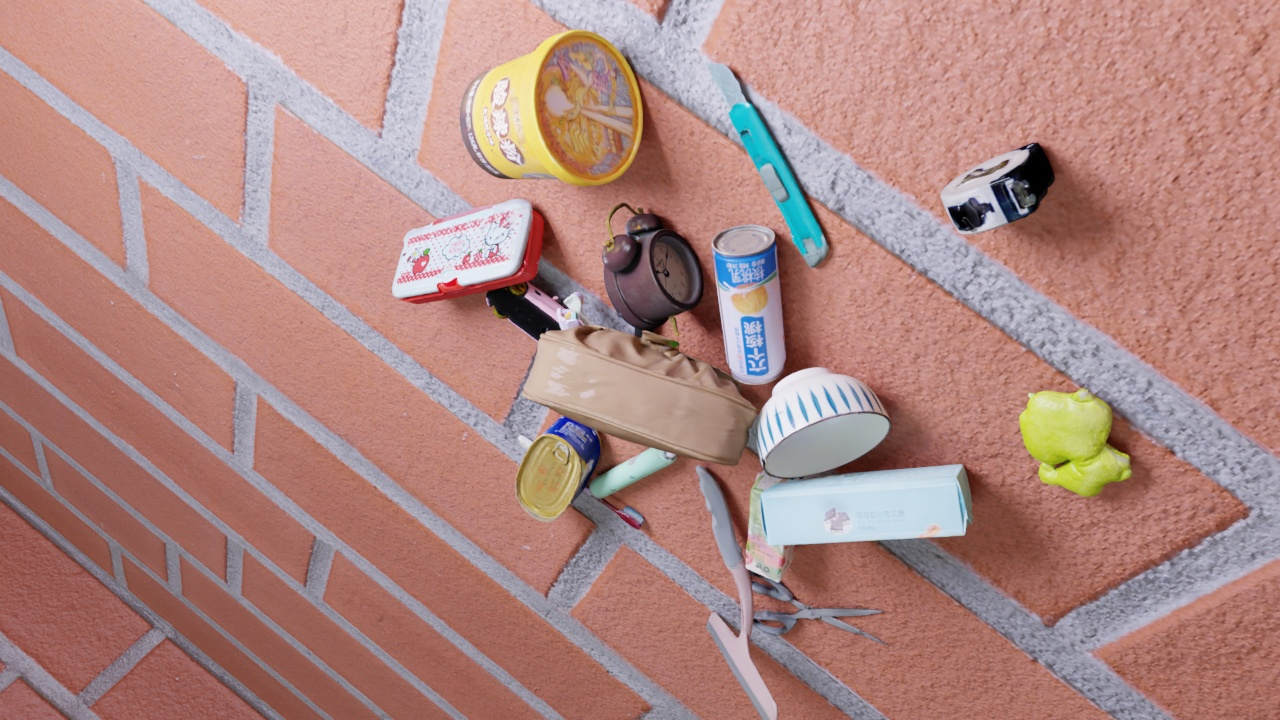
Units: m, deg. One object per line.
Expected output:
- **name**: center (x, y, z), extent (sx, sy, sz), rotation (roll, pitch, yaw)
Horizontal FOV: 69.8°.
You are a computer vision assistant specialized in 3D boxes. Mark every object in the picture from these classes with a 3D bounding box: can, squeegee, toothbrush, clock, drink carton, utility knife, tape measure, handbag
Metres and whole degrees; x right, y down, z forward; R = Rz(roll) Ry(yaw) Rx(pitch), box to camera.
- **can**: center (-0.095, 0.126, 1.062), extent (0.074, 0.049, 0.148), rotation (36, 134, 10)
- **squeegee**: center (0.099, 0.229, 1.003), extent (0.247, 0.040, 0.250), rotation (-139, 37, -76)
- **toothbrush**: center (-0.063, 0.010, 0.954), extent (0.029, 0.021, 0.189), rotation (37, 156, 27)
- **toothbrush**: center (-0.073, 0.144, 1.108), extent (0.187, 0.017, 0.016), rotation (35, 141, 11)
- **clock**: center (0.006, -0.082, 0.811), extent (0.055, 0.081, 0.122), rotation (-19, 113, 39)
- **drink carton**: center (0.136, 0.164, 0.941), extent (0.045, 0.053, 0.123), rotation (17, 132, 25)
- **can**: center (0.096, -0.046, 0.795), extent (0.053, 0.053, 0.135), rotation (11, 130, 29)
- **toothbrush**: center (-0.005, 0.005, 0.909), extent (0.189, 0.020, 0.029), rotation (47, 170, -7)
- **toothbrush**: center (0.011, 0.110, 1.007), extent (0.027, 0.026, 0.225), rotation (40, 139, -15)
- **utility knife**: center (0.103, -0.153, 0.730), extent (0.029, 0.013, 0.187), rotation (-16, 114, 43)
- **tape measure**: center (0.240, -0.114, 0.623), extent (0.066, 0.065, 0.033), rotation (-20, 107, 42)
- **handbag**: center (0.004, 0.026, 0.832), extent (0.204, 0.147, 0.100), rotation (20, 91, 4)

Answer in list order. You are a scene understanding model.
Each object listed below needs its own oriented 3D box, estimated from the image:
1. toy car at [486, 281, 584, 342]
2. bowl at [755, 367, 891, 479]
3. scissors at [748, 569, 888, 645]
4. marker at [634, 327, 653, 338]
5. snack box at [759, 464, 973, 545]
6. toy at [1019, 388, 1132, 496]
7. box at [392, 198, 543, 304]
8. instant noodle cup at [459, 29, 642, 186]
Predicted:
- **toy car**: center (-0.102, -0.046, 0.950), extent (0.122, 0.037, 0.056), rotation (37, 137, -7)
- **bowl**: center (0.153, 0.049, 0.807), extent (0.117, 0.116, 0.066), rotation (-56, 42, 48)
- **scissors**: center (0.187, 0.282, 1.034), extent (0.159, 0.014, 0.178), rotation (41, 136, -3)
- **marker**: center (0.003, -0.016, 0.912), extent (0.022, 0.020, 0.132), rotation (46, 147, 38)
- **snack box**: center (0.199, 0.128, 0.811), extent (0.175, 0.074, 0.051), rotation (-9, 90, 24)
- **toy**: center (0.340, 0.065, 0.725), extent (0.100, 0.031, 0.097), rotation (39, 140, 2)
- **box**: center (-0.182, -0.110, 0.933), extent (0.202, 0.086, 0.046), rotation (-7, 161, 40)
- **instant noodle cup**: center (-0.079, -0.201, 0.755), extent (0.115, 0.118, 0.118), rotation (5, 127, 43)
